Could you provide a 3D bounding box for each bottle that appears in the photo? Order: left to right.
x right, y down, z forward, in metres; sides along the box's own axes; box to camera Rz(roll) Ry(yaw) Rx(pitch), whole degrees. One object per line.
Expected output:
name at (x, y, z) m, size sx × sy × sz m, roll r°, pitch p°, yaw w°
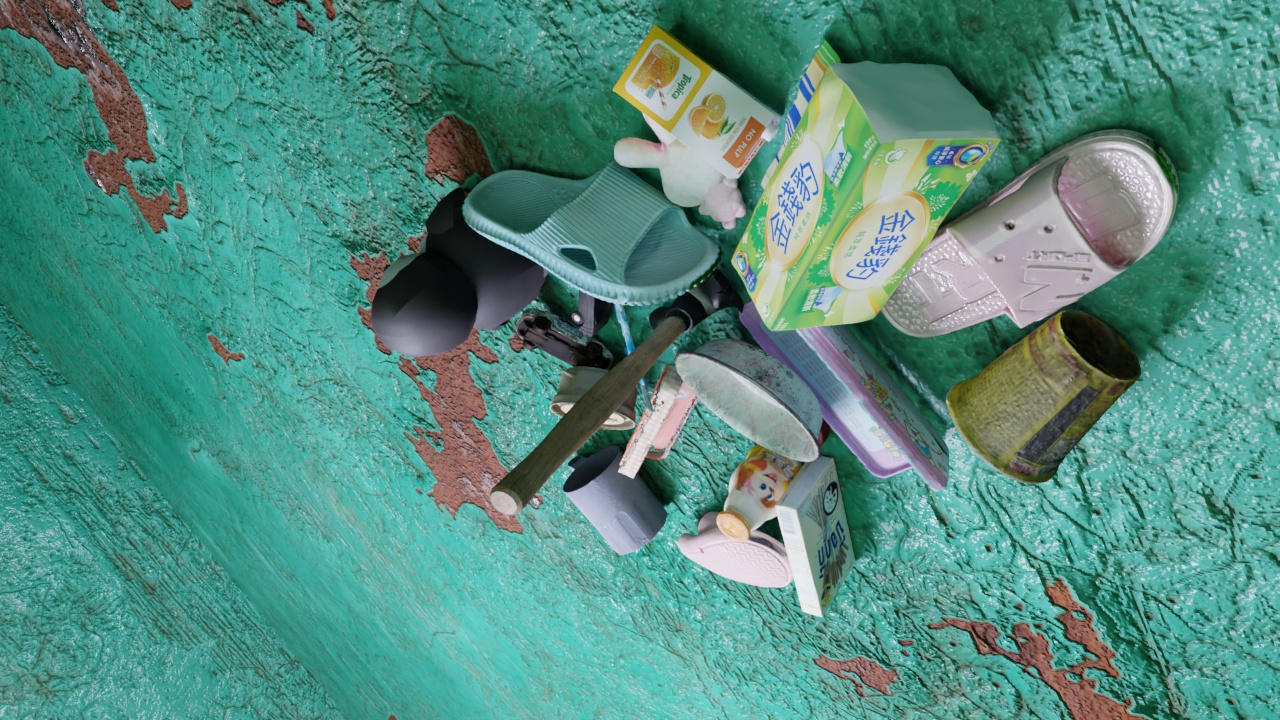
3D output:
bottle at (0.117, 0.131, 0.915) m, size 0.063 × 0.108 × 0.063 m, roll 23°, pitch 136°, yaw 24°

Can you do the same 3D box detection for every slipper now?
slipper at (-0.057, -0.129, 0.833) m, size 0.276 × 0.115 × 0.069 m, roll 25°, pitch 151°, yaw 28°
slipper at (0.105, 0.208, 1.011) m, size 0.107 × 0.055 × 0.222 m, roll 30°, pitch 162°, yaw -7°
slipper at (0.258, -0.069, 0.650) m, size 0.094 × 0.064 × 0.240 m, roll 49°, pitch 142°, yaw -7°

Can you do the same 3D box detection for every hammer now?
hammer at (-0.017, 0.019, 0.773) m, size 0.040 × 0.304 × 0.133 m, roll 51°, pitch 140°, yaw -9°

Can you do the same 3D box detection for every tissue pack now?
tissue pack at (0.140, -0.136, 0.670) m, size 0.198 × 0.120 × 0.141 m, roll -59°, pitch 43°, yaw 45°

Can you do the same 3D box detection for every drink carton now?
drink carton at (0.047, -0.198, 0.715) m, size 0.122 × 0.040 × 0.059 m, roll 39°, pitch 110°, yaw 6°

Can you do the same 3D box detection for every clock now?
clock at (-0.047, 0.043, 1.006) m, size 0.093 × 0.054 × 0.141 m, roll 11°, pitch 163°, yaw 3°

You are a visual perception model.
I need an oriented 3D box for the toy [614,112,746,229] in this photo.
toy at (0.041, -0.163, 0.774) m, size 0.125 × 0.037 × 0.076 m, roll 39°, pitch 132°, yaw 2°

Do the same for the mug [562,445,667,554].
mug at (-0.036, 0.166, 1.113) m, size 0.104 × 0.083 × 0.124 m, roll 53°, pitch 164°, yaw -14°

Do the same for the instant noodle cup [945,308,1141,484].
instant noodle cup at (0.300, 0.022, 0.679) m, size 0.102 × 0.102 × 0.108 m, roll 38°, pitch 132°, yaw 7°

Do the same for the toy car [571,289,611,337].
toy car at (-0.044, -0.066, 0.930) m, size 0.037 × 0.040 × 0.092 m, roll 25°, pitch 135°, yaw 22°

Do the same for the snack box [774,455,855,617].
snack box at (0.179, 0.177, 0.924) m, size 0.026 × 0.081 × 0.150 m, roll 9°, pitch 129°, yaw 37°

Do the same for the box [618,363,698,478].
box at (0.023, 0.065, 0.968) m, size 0.188 × 0.076 × 0.054 m, roll 113°, pitch 140°, yaw -51°

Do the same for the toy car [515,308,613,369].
toy car at (-0.082, -0.022, 1.009) m, size 0.113 × 0.040 × 0.049 m, roll 29°, pitch 142°, yaw -9°

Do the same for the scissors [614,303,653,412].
scissors at (-0.005, 0.008, 0.927) m, size 0.113 × 0.013 × 0.140 m, roll 83°, pitch 170°, yaw -53°

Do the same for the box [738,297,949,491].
box at (0.182, 0.018, 0.795) m, size 0.214 × 0.062 × 0.140 m, roll 48°, pitch 175°, yaw -6°

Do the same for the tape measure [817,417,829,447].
tape measure at (0.153, 0.064, 0.894) m, size 0.059 × 0.019 × 0.052 m, roll 48°, pitch 141°, yaw -5°

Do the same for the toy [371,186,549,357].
toy at (-0.184, -0.074, 0.928) m, size 0.140 × 0.183 × 0.159 m, roll 14°, pitch 134°, yaw 33°

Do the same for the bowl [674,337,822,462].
bowl at (0.105, 0.029, 0.835) m, size 0.157 × 0.038 × 0.158 m, roll 35°, pitch 165°, yaw 10°
